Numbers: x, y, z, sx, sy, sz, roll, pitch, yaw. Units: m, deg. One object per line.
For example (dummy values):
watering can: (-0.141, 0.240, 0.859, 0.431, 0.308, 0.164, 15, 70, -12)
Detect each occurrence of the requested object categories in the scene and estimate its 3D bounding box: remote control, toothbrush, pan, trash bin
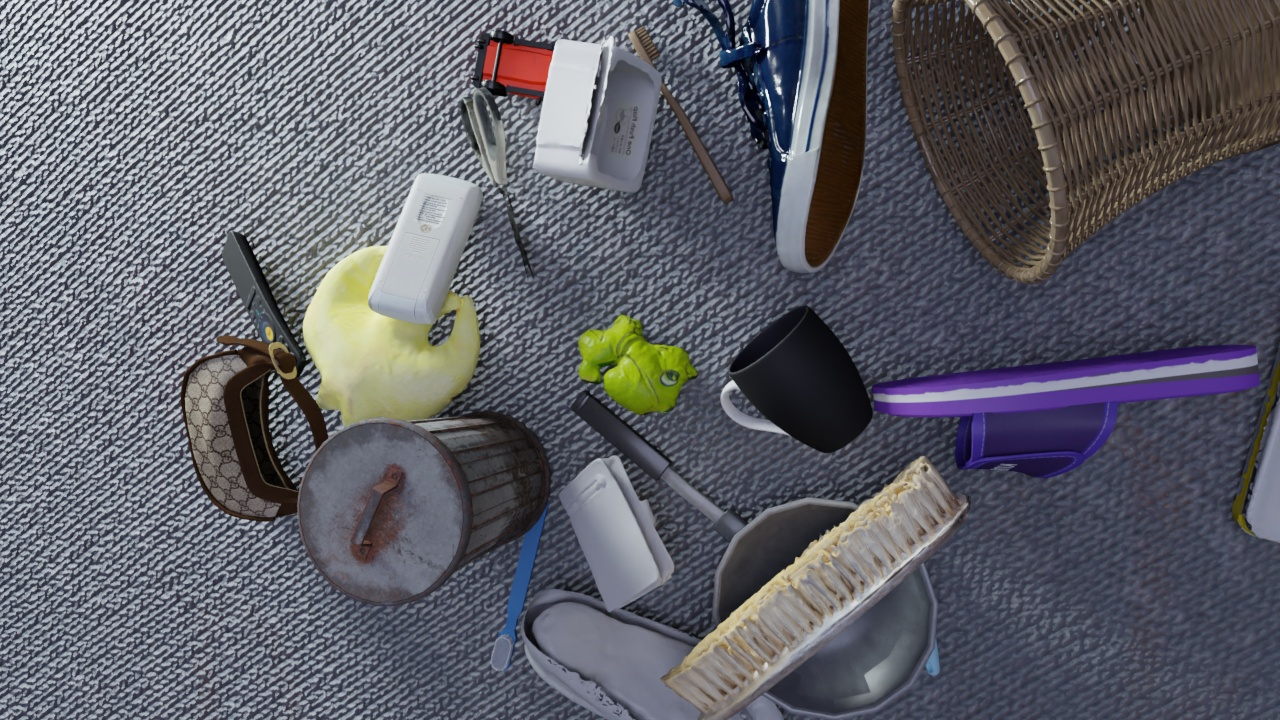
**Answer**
remote control: (-0.184, -0.098, 0.786, 0.060, 0.025, 0.138, 13, 71, 9)
toothbrush: (0.035, -0.205, 0.768, 0.016, 0.016, 0.167, -29, 87, 11)
pan: (0.082, 0.143, 0.770, 0.357, 0.041, 0.179, 39, 101, 12)
toothbrush: (-0.108, 0.199, 0.820, 0.016, 0.014, 0.166, 15, 95, 9)
toothbrush: (0.227, 0.183, 0.755, 0.022, 0.016, 0.155, -11, 91, 43)
remote control: (-0.339, -0.050, 0.826, 0.152, 0.020, 0.041, 57, 132, 17)
trash bin: (-0.161, 0.106, 0.720, 0.131, 0.211, 0.131, 0, 90, 13)

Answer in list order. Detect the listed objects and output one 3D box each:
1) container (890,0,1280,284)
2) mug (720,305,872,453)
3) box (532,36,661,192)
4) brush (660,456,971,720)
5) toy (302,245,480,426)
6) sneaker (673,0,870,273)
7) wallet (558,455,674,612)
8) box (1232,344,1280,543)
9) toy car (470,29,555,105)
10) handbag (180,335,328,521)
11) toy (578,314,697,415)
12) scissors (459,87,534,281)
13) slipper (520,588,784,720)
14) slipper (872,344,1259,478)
container: (0.310, -0.194, 0.618, 0.196, 0.227, 0.227, -23, 89, 4)
mug: (0.122, 0.028, 0.740, 0.100, 0.084, 0.119, 48, 130, -7)
box: (-0.040, -0.189, 0.697, 0.083, 0.190, 0.110, 11, 98, 9)
brush: (0.130, 0.178, 0.690, 0.272, 0.083, 0.056, -44, 81, 13)
toy: (-0.226, -0.015, 0.805, 0.170, 0.064, 0.155, 33, 90, 12)
sneaker: (0.105, -0.216, 0.722, 0.127, 0.120, 0.294, 2, 92, 33)
wallet: (-0.021, 0.144, 0.772, 0.086, 0.032, 0.116, -38, 70, 40)
box: (0.503, 0.035, 0.687, 0.064, 0.033, 0.209, 13, 97, 8)
toy car: (-0.091, -0.244, 0.772, 0.100, 0.048, 0.051, 12, 95, 10)
handbag: (-0.334, 0.059, 0.814, 0.138, 0.063, 0.166, -1, 102, 23)
toy: (-0.005, 0.005, 0.778, 0.094, 0.036, 0.093, -22, 78, 0)
scissors: (-0.116, -0.150, 0.775, 0.012, 0.132, 0.169, -21, 73, -24)
slipper: (0.008, 0.279, 0.774, 0.247, 0.075, 0.112, 26, 67, 6)
slipper: (0.317, 0.046, 0.688, 0.267, 0.107, 0.084, -7, 92, 7)
